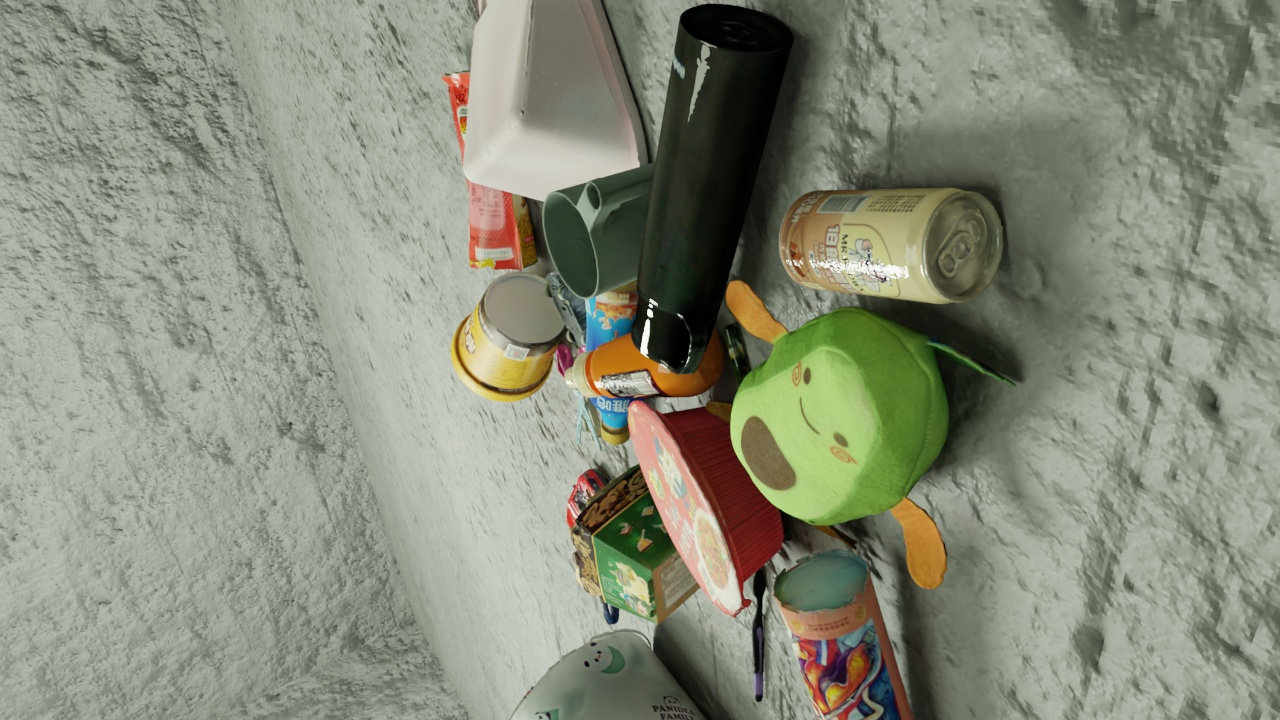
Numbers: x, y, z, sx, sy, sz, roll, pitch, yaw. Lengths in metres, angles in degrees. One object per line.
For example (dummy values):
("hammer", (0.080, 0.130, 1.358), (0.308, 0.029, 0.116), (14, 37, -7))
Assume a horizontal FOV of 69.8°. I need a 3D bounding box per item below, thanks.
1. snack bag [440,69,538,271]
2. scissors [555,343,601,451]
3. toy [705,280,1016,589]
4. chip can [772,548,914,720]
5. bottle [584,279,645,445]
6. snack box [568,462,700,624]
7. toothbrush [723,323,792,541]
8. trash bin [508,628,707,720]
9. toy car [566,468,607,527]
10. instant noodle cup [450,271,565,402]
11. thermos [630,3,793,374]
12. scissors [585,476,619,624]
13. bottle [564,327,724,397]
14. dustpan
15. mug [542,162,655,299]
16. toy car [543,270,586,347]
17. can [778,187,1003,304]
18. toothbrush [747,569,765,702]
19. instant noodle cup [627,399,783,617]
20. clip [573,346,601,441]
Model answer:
("snack bag", (-0.164, -0.203, 0.981), (0.129, 0.073, 0.208), (25, 128, 54))
("scissors", (-0.065, 0.032, 0.960), (0.133, 0.017, 0.134), (50, 144, 44))
("toy", (0.118, 0.043, 0.580), (0.227, 0.089, 0.247), (54, 156, 15))
("chip can", (0.158, 0.243, 0.665), (0.071, 0.071, 0.215), (16, 130, 60))
("bottle", (-0.020, -0.003, 0.849), (0.065, 0.065, 0.219), (48, 149, 37))
("snack box", (0.008, 0.191, 0.922), (0.106, 0.117, 0.118), (27, 137, 37))
("toothbrush", (0.094, 0.060, 0.730), (0.017, 0.012, 0.186), (-120, 14, -76))
("trash bin", (0.000, 0.479, 1.045), (0.252, 0.229, 0.230), (39, 143, 38))
("toy car", (-0.062, 0.178, 1.113), (0.053, 0.045, 0.121), (53, 150, 26))
("instant noodle cup", (-0.141, -0.030, 1.020), (0.118, 0.118, 0.115), (61, 147, 15))
("thermos", (0.043, -0.097, 0.603), (0.090, 0.068, 0.243), (-114, 25, -44))
("scissors", (-0.026, 0.217, 1.030), (0.162, 0.012, 0.175), (53, -150, -44))
("bottle", (-0.005, 0.004, 0.764), (0.150, 0.066, 0.067), (-11, 102, 38))
("dustpan", (-0.067, -0.241, 0.811), (0.223, 0.138, 0.273), (173, 103, -66))
("mug", (-0.004, -0.108, 0.681), (0.083, 0.103, 0.124), (63, 154, 11))
("toy car", (-0.067, -0.052, 0.939), (0.043, 0.034, 0.090), (9, 128, 59))
("can", (0.131, -0.064, 0.498), (0.116, 0.058, 0.058), (17, 125, 59))
("toothbrush", (0.110, 0.263, 0.872), (0.016, 0.014, 0.189), (-132, 29, -51))
("instant noodle cup", (0.059, 0.110, 0.758), (0.194, 0.065, 0.194), (157, 90, -77))
("clip", (-0.052, 0.035, 0.985), (0.100, 0.034, 0.070), (69, 157, 7))
